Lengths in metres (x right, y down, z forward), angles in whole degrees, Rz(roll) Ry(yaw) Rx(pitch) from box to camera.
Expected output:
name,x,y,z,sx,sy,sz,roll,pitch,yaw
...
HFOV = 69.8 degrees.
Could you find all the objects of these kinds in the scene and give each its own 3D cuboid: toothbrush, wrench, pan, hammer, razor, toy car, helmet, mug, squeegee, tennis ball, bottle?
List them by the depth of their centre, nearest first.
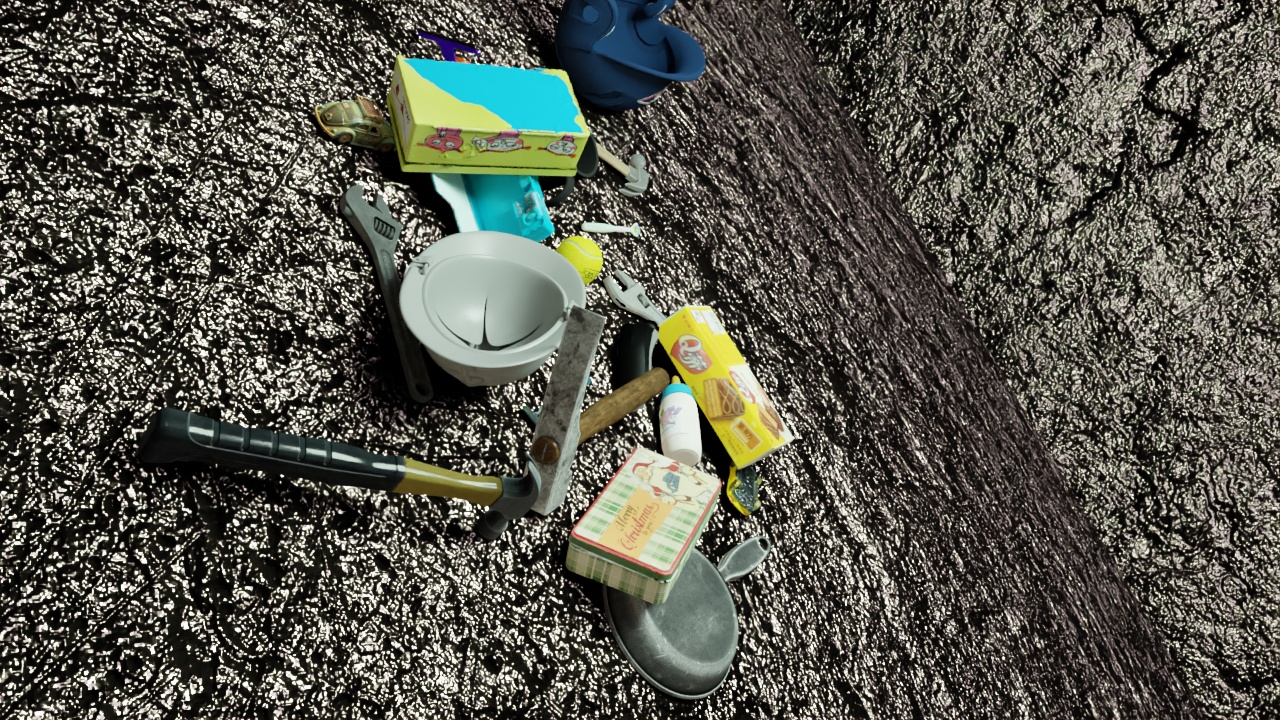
name,x,y,z,sx,sy,sz,roll,pitch,yaw
hammer,-0.227,0.090,0.760,0.332,0.118,0.025,18,42,-38
helmet,-0.161,-0.029,0.965,0.183,0.118,0.270,18,33,-3
wrench,-0.263,-0.076,0.968,0.073,0.018,0.273,11,51,-51
hammer,-0.025,0.021,1.019,0.037,0.218,0.299,24,21,17
toy car,-0.322,-0.279,1.069,0.111,0.047,0.047,-3,63,-60
pan,0.082,0.260,1.070,0.355,0.055,0.187,-16,70,-55
razor,-0.090,0.044,1.077,0.042,0.022,0.143,52,29,-3
razor,-0.007,0.007,1.208,0.155,0.057,0.060,-80,158,-53
bottle,0.051,0.074,1.214,0.051,0.051,0.146,33,35,-31
tennis ball,-0.084,-0.134,1.232,0.065,0.066,0.065,35,34,-28
toy car,0.140,0.171,1.256,0.049,0.030,0.106,45,24,-10
squeegee,-0.226,-0.366,1.276,0.185,0.055,0.249,50,-7,-37
mug,-0.122,-0.267,1.277,0.081,0.098,0.117,29,58,-52
wrench,0.049,-0.035,1.362,0.273,0.018,0.083,44,30,-15
toothbrush,-0.045,-0.203,1.415,0.154,0.015,0.022,-10,98,-58
hammer,-0.109,-0.378,1.500,0.331,0.031,0.119,33,35,-32
helmet,-0.020,-0.541,1.594,0.272,0.224,0.231,28,41,16

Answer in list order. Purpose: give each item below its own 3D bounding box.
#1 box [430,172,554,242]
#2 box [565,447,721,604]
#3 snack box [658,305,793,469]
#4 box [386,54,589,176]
name,x,y,z,sx,sy,sz,roll,pitch,yaw
box,-0.201,-0.246,1.137,0.121,0.098,0.226,37,28,-58
box,0.009,0.172,0.995,0.118,0.049,0.205,18,27,16
snack box,0.117,0.034,1.285,0.230,0.062,0.110,59,21,10
box,-0.183,-0.292,1.110,0.220,0.081,0.124,-5,59,-30
